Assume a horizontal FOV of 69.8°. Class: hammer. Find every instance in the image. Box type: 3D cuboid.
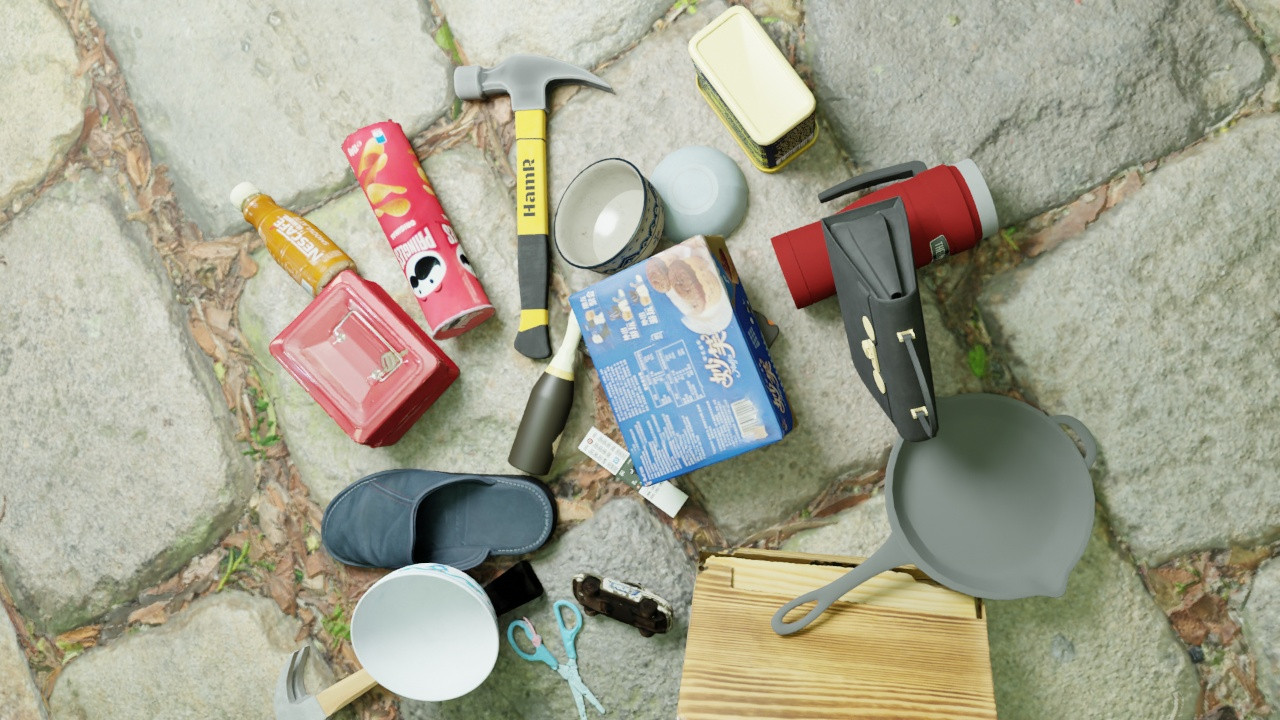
[{"bbox_3d":[-0.251,0.316,0.989,0.328,0.039,0.131,-33,82,8],"label":"hammer"},{"bbox_3d":[-0.111,-0.164,0.977,0.170,0.034,0.324,-1,90,9],"label":"hammer"}]

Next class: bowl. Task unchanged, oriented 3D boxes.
[{"bbox_3d":[0.055,-0.171,0.939,0.106,0.039,0.106,0,89,11],"label":"bowl"},{"bbox_3d":[-0.206,0.257,0.917,0.144,0.074,0.144,1,108,2],"label":"bowl"},{"bbox_3d":[-0.024,-0.138,0.921,0.116,0.059,0.115,-13,69,34],"label":"bowl"}]

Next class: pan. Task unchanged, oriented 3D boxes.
[{"bbox_3d":[0.275,0.159,0.866,0.354,0.024,0.216,-30,76,-6],"label":"pan"}]

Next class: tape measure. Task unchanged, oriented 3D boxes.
[{"bbox_3d":[0.104,-0.024,0.930,0.059,0.038,0.058,31,95,-4],"label":"tape measure"}]

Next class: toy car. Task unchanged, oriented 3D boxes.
[{"bbox_3d":[-0.018,0.246,0.944,0.113,0.040,0.049,16,132,16],"label":"toy car"}]

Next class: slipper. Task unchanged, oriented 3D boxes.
[{"bbox_3d":[-0.225,0.170,0.963,0.266,0.083,0.109,-4,90,12],"label":"slipper"}]

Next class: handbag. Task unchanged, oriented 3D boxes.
[{"bbox_3d":[0.225,-0.010,0.790,0.072,0.195,0.176,-15,129,10],"label":"handbag"}]

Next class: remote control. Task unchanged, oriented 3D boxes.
[{"bbox_3d":[-0.008,0.116,0.959,0.124,0.011,0.028,35,95,9],"label":"remote control"}]

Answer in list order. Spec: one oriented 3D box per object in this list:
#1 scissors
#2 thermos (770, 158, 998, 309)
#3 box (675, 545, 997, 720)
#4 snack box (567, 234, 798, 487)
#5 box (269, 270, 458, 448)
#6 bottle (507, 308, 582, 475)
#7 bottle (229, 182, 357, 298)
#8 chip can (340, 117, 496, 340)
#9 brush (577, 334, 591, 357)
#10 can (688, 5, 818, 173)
[{"bbox_3d":[-0.070,0.313,0.971,0.142,0.015,0.095,45,97,2],"label":"scissors"},{"bbox_3d":[0.229,-0.131,0.887,0.199,0.084,0.108,-21,68,11],"label":"thermos"},{"bbox_3d":[0.178,0.375,0.869,0.279,0.287,0.335,4,47,11],"label":"box"},{"bbox_3d":[0.041,0.001,0.892,0.155,0.069,0.202,-23,88,26],"label":"snack box"},{"bbox_3d":[-0.291,0.001,0.981,0.130,0.097,0.157,-45,78,2],"label":"box"},{"bbox_3d":[-0.088,0.027,0.956,0.045,0.045,0.184,20,94,10],"label":"bottle"},{"bbox_3d":[-0.387,-0.135,1.012,0.167,0.059,0.059,41,96,12],"label":"bottle"},{"bbox_3d":[-0.238,-0.140,0.978,0.073,0.073,0.233,-28,83,9],"label":"chip can"},{"bbox_3d":[-0.006,0.006,0.960,0.151,0.012,0.039,34,97,10],"label":"brush"},{"bbox_3d":[0.111,-0.263,0.897,0.075,0.104,0.135,-36,83,8],"label":"can"}]
